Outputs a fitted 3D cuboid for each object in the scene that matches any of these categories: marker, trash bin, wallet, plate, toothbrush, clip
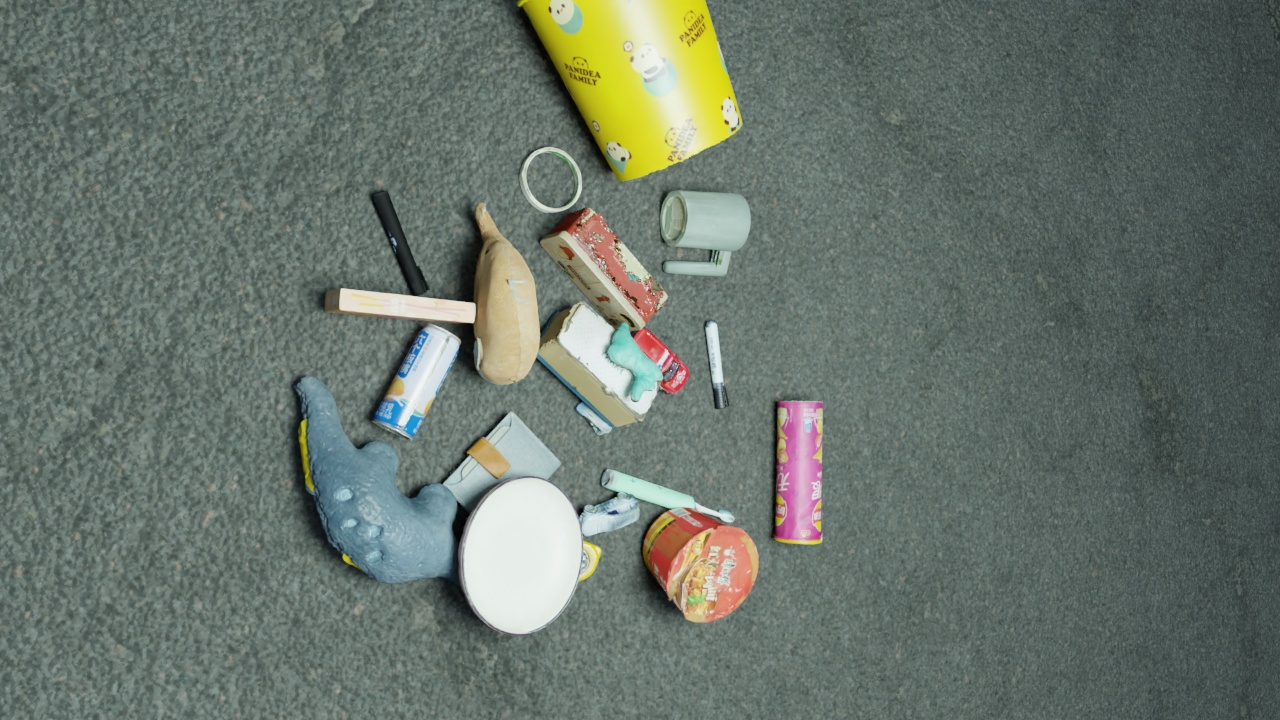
[{"bbox_3d":[-0.290,-0.142,1.114,0.022,0.020,0.132,-26,101,-26],"label":"marker"},{"bbox_3d":[0.000,-0.387,1.180,0.229,0.230,0.255,-35,111,-26],"label":"trash bin"},{"bbox_3d":[-0.175,0.143,1.162,0.129,0.037,0.106,-48,111,-22],"label":"wallet"},{"bbox_3d":[0.112,0.006,1.338,0.018,0.023,0.131,-18,102,-73],"label":"marker"},{"bbox_3d":[-0.151,0.238,1.129,0.192,0.039,0.192,6,81,-47],"label":"plate"},{"bbox_3d":[0.044,0.195,1.290,0.224,0.027,0.026,22,114,-27],"label":"toothbrush"},{"bbox_3d":[-0.063,0.077,1.237,0.024,0.029,0.057,-45,103,-28],"label":"clip"}]

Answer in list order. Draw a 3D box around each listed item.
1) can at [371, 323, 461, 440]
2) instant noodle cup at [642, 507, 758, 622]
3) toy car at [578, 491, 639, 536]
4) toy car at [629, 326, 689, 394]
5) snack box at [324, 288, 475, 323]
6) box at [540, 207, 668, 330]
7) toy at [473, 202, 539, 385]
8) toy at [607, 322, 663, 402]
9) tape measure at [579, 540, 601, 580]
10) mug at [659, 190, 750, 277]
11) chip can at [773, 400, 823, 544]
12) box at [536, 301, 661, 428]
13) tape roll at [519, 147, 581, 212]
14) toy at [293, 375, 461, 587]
[{"bbox_3d":[-0.267,0.025,1.102,0.053,0.053,0.134,32,74,-25],"label":"can"},{"bbox_3d":[0.076,0.267,1.246,0.137,0.109,0.138,-7,107,-24],"label":"instant noodle cup"},{"bbox_3d":[-0.042,0.209,1.229,0.090,0.034,0.043,-15,131,-28],"label":"toy car"},{"bbox_3d":[0.020,-0.001,1.273,0.120,0.045,0.052,43,70,-24],"label":"toy car"},{"bbox_3d":[-0.283,-0.063,1.079,0.157,0.085,0.026,4,89,-29],"label":"snack box"},{"bbox_3d":[-0.041,-0.124,1.213,0.168,0.091,0.076,48,71,-20],"label":"box"},{"bbox_3d":[-0.167,-0.083,1.112,0.082,0.144,0.226,-2,89,-25],"label":"toy"},{"bbox_3d":[-0.007,0.007,1.189,0.092,0.030,0.096,43,43,-19],"label":"toy"},{"bbox_3d":[-0.086,0.261,1.212,0.060,0.029,0.057,23,80,-10],"label":"tape measure"},{"bbox_3d":[0.087,-0.179,1.303,0.103,0.083,0.124,0,113,-29],"label":"mug"},{"bbox_3d":[0.237,0.165,1.375,0.071,0.071,0.210,3,87,-30],"label":"chip can"},{"bbox_3d":[-0.058,0.003,1.209,0.184,0.060,0.089,45,50,-18],"label":"box"},{"bbox_3d":[-0.119,-0.239,1.217,0.085,0.014,0.086,1,88,-29],"label":"tape roll"},{"bbox_3d":[-0.296,0.180,1.070,0.356,0.092,0.137,50,39,-20],"label":"toy"}]
